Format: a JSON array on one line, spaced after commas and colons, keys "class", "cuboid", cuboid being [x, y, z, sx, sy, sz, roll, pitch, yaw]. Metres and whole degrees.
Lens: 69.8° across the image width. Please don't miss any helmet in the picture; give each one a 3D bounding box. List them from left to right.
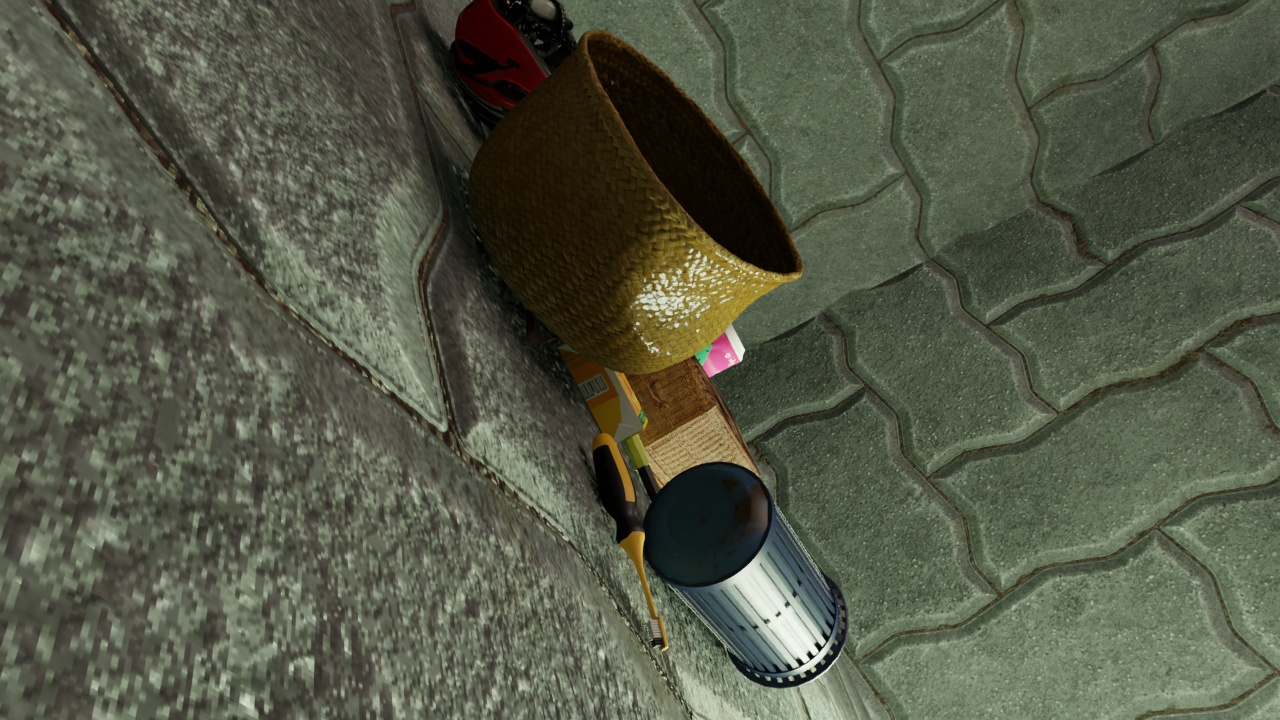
[{"class": "helmet", "cuboid": [-0.129, -0.350, 1.148, 0.272, 0.167, 0.217, 53, 22, 21]}]

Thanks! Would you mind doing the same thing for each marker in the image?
[{"class": "marker", "cuboid": [0.008, 0.128, 1.006, 0.123, 0.017, 0.021, 66, 7, 14]}]

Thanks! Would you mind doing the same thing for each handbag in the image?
[{"class": "handbag", "cuboid": [-0.091, -0.038, 0.870, 0.055, 0.029, 0.119, 60, 12, -12]}]

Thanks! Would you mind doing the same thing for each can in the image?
[{"class": "can", "cuboid": [0.055, -0.006, 1.270, 0.088, 0.166, 0.088, 61, 7, -12]}]

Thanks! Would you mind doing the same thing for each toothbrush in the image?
[{"class": "toothbrush", "cuboid": [-0.009, 0.144, 0.756, 0.030, 0.031, 0.196, 13, 45, -39]}]

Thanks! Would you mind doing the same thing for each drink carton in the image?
[{"class": "drink carton", "cuboid": [-0.039, 0.023, 0.951, 0.122, 0.041, 0.058, 62, 6, -4]}]

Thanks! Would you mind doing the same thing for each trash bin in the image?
[{"class": "trash bin", "cuboid": [0.105, 0.212, 0.906, 0.249, 0.139, 0.139, 55, 10, -43]}]

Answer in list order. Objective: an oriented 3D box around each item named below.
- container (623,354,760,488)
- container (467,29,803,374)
[{"class": "container", "cuboid": [0.055, 0.088, 1.125, 0.198, 0.113, 0.113, 54, 11, -49]}, {"class": "container", "cuboid": [-0.016, -0.143, 0.889, 0.307, 0.197, 0.306, 42, 26, -26]}]
